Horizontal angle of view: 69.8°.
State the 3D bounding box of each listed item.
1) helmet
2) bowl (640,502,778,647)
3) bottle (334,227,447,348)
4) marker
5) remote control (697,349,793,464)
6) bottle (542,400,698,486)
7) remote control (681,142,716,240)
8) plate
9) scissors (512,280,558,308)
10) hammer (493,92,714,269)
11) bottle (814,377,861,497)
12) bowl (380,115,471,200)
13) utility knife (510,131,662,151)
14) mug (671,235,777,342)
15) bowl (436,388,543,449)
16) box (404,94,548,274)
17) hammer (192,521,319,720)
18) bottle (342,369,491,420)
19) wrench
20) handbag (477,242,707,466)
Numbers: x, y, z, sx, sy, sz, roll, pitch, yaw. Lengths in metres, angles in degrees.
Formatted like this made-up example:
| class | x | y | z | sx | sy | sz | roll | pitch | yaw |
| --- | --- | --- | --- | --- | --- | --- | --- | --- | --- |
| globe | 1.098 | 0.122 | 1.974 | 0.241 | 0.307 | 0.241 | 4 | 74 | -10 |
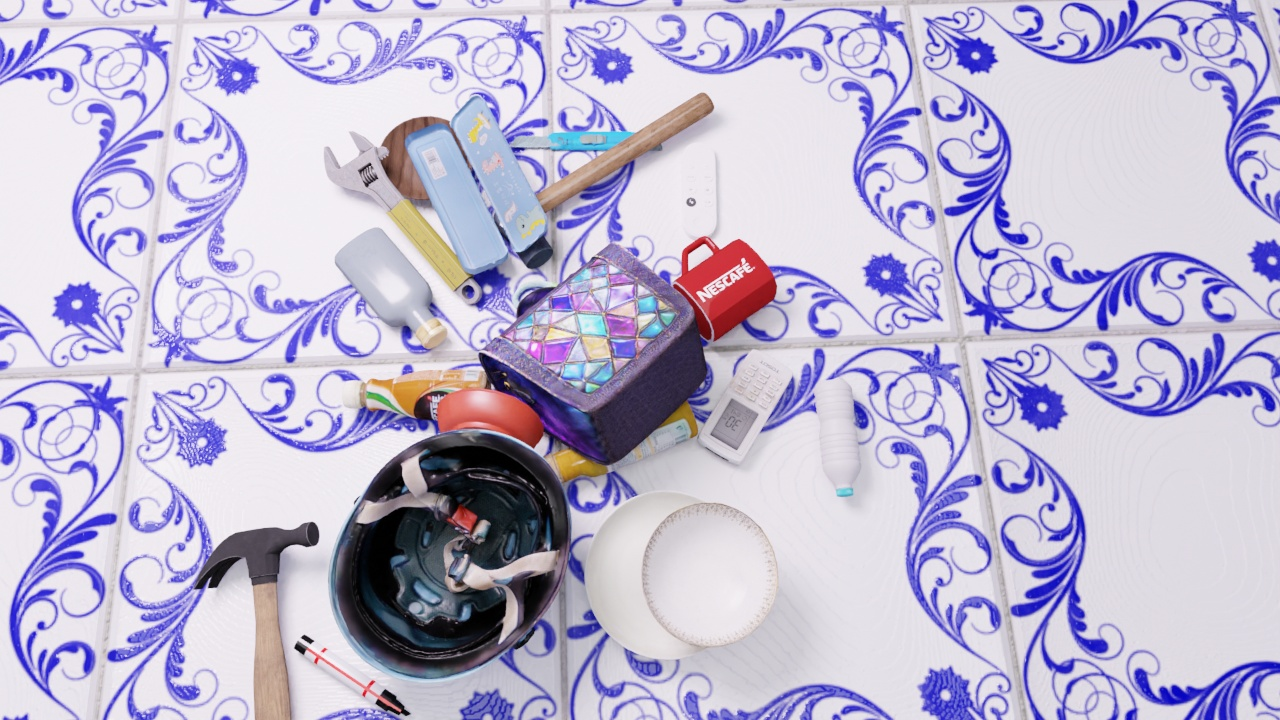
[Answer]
| class | x | y | z | sx | sy | sz | roll | pitch | yaw |
| --- | --- | --- | --- | --- | --- | --- | --- | --- | --- |
| helmet | -0.188 | 0.201 | 0.958 | 0.225 | 0.167 | 0.265 | 41 | 85 | 4 |
| bowl | 0.070 | 0.228 | 0.973 | 0.145 | 0.063 | 0.145 | 1 | 72 | -2 |
| bottle | -0.295 | -0.083 | 1.111 | 0.072 | 0.046 | 0.161 | -39 | 77 | -12 |
| marker | -0.309 | 0.343 | 0.989 | 0.145 | 0.019 | 0.019 | 30 | 74 | 8 |
| remote control | 0.124 | 0.054 | 1.087 | 0.060 | 0.025 | 0.138 | 31 | 74 | 8 |
| bottle | -0.028 | 0.097 | 1.057 | 0.186 | 0.053 | 0.053 | -22 | 74 | -7 |
| remote control | 0.075 | -0.218 | 1.180 | 0.043 | 0.013 | 0.136 | 1 | 72 | -1 |
| plate | 0.029 | 0.238 | 1.022 | 0.182 | 0.034 | 0.182 | 0 | 72 | -1 |
| scissors | -0.073 | -0.087 | 1.137 | 0.174 | 0.033 | 0.065 | -21 | 70 | -5 |
| hammer | -0.044 | -0.251 | 1.166 | 0.321 | 0.040 | 0.129 | -33 | 74 | -8 |
| bottle | 0.231 | 0.090 | 1.068 | 0.044 | 0.044 | 0.136 | -2 | 72 | -2 |
| bowl | -0.272 | -0.252 | 1.173 | 0.119 | 0.032 | 0.119 | 0 | 72 | -1 |
| utility knife | -0.070 | -0.285 | 1.198 | 0.198 | 0.015 | 0.031 | -2 | 69 | -1 |
| mug | 0.090 | -0.095 | 1.107 | 0.096 | 0.080 | 0.116 | -35 | 70 | -12 |
| bowl | -0.171 | 0.082 | 1.020 | 0.122 | 0.122 | 0.035 | 9 | 51 | 1 |
| box | -0.200 | -0.214 | 1.126 | 0.126 | 0.039 | 0.209 | -29 | 75 | 6 |
| hammer | -0.397 | 0.333 | 0.973 | 0.132 | 0.040 | 0.305 | -11 | 78 | 9 |
| bottle | -0.259 | 0.040 | 1.065 | 0.167 | 0.059 | 0.059 | 1 | 72 | -1 |
| wrench | -0.291 | -0.173 | 1.133 | 0.084 | 0.018 | 0.273 | -41 | 87 | 18 |
| handbag | -0.057 | -0.017 | 1.037 | 0.204 | 0.126 | 0.222 | -42 | 55 | -19 |
